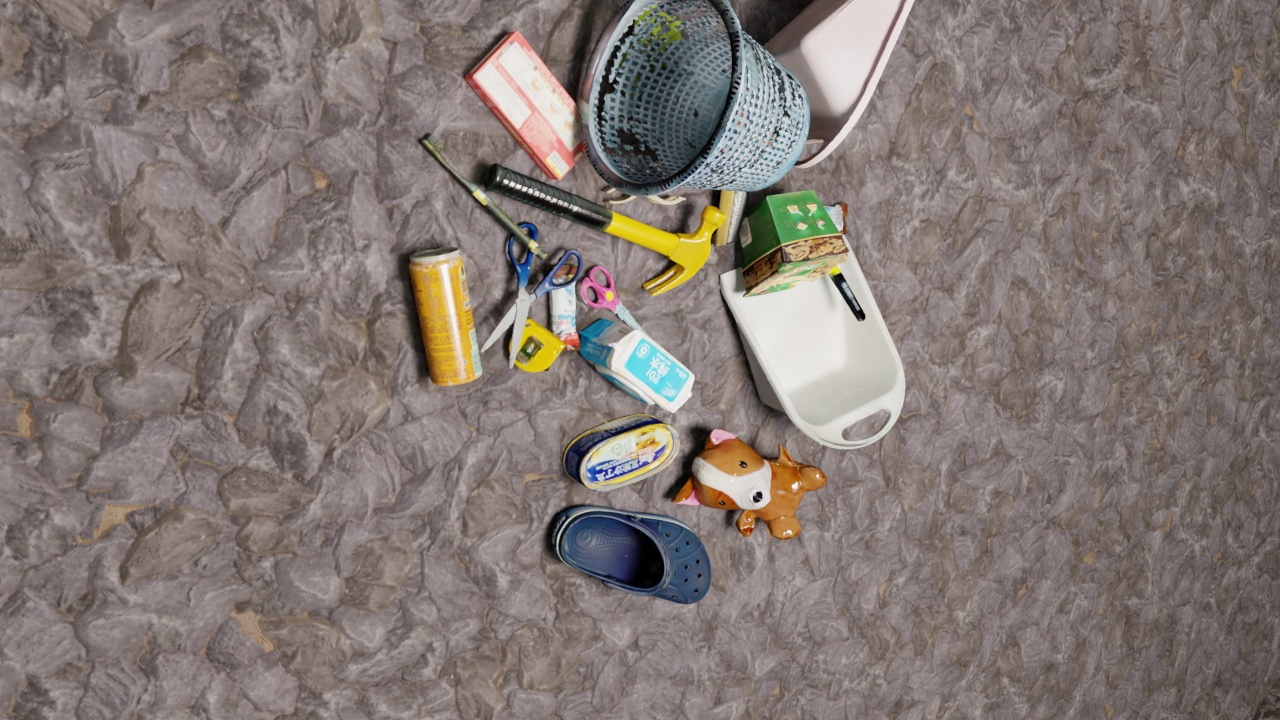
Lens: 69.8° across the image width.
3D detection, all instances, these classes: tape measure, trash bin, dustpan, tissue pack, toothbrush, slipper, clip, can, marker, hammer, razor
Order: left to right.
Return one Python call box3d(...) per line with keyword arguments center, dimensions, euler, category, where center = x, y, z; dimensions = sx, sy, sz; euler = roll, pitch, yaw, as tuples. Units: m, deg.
box3d(center=(-0.213, -0.047, 1.006), dimensions=(0.058, 0.058, 0.146), euler=(-16, 110, -27), category="can")
box3d(center=(-0.169, -0.179, 1.015), dimensions=(0.186, 0.012, 0.017), euler=(44, 67, -23), category="toothbrush")
box3d(center=(-0.125, -0.015, 1.073), dimensions=(0.060, 0.029, 0.057), euler=(37, 99, -6), category="tape measure")
box3d(center=(-0.042, -0.164, 1.076), dimensions=(0.300, 0.033, 0.129), euler=(17, 112, -32), category="hammer")
box3d(center=(-0.023, 0.117, 1.168), dimensions=(0.147, 0.049, 0.075), euler=(-17, 111, -27), category="can")
box3d(center=(-0.007, 0.007, 1.127), dimensions=(0.140, 0.090, 0.063), euler=(38, 80, -33), category="tissue pack")
box3d(center=(0.003, 0.253, 1.193), dimensions=(0.252, 0.095, 0.105), euler=(25, 91, -30), category="slipper")
box3d(center=(0.012, -0.202, 1.121), dimensions=(0.102, 0.035, 0.094), euler=(-41, 118, -11), category="clip")
box3d(center=(0.076, -0.279, 1.025), dimensions=(0.194, 0.227, 0.226), euler=(5, 100, -48), category="trash bin")
box3d(center=(0.116, -0.229, 1.172), dimensions=(0.067, 0.062, 0.168), euler=(7, 106, -2), category="razor")
box3d(center=(0.256, -0.019, 1.251), dimensions=(0.222, 0.143, 0.258), euler=(-23, 114, -25), category="dustpan")
box3d(center=(0.277, -0.108, 1.270), dimensions=(0.018, 0.015, 0.124), euler=(-30, 89, -23), category="marker")
box3d(center=(0.256, -0.375, 1.126), dimensions=(0.273, 0.222, 0.139), euler=(-41, 107, -3), category="dustpan")

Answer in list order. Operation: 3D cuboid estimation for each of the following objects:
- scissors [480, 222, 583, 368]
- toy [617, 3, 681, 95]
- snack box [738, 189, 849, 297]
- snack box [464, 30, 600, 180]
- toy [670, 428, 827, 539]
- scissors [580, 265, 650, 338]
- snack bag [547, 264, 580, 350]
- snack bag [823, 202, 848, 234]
box3d(center=(-0.134, -0.082, 1.049), dimensions=(0.166, 0.012, 0.155), euler=(-30, 96, -25), category="scissors")
box3d(center=(0.013, -0.365, 1.083), dimensions=(0.100, 0.031, 0.097), euler=(-38, 122, -14), category="toy")
box3d(center=(0.186, -0.155, 1.190), dimensions=(0.117, 0.118, 0.105), euler=(-13, 79, -29), category="snack box")
box3d(center=(-0.118, -0.282, 1.026), dimensions=(0.075, 0.025, 0.153), euler=(-50, 122, -13), category="snack box")
box3d(center=(0.149, 0.171, 1.250), dimensions=(0.199, 0.130, 0.140), euler=(25, 94, -24), category="toy")
box3d(center=(-0.026, -0.063, 1.142), dimensions=(0.133, 0.017, 0.054), euler=(44, 62, -35), category="scissors")
box3d(center=(-0.092, -0.062, 1.096), dimensions=(0.048, 0.026, 0.104), euler=(-5, 105, -35), category="snack bag")
box3d(center=(0.250, -0.199, 1.270), dimensions=(0.105, 0.026, 0.045), euler=(-1, 93, -32), category="snack bag")
